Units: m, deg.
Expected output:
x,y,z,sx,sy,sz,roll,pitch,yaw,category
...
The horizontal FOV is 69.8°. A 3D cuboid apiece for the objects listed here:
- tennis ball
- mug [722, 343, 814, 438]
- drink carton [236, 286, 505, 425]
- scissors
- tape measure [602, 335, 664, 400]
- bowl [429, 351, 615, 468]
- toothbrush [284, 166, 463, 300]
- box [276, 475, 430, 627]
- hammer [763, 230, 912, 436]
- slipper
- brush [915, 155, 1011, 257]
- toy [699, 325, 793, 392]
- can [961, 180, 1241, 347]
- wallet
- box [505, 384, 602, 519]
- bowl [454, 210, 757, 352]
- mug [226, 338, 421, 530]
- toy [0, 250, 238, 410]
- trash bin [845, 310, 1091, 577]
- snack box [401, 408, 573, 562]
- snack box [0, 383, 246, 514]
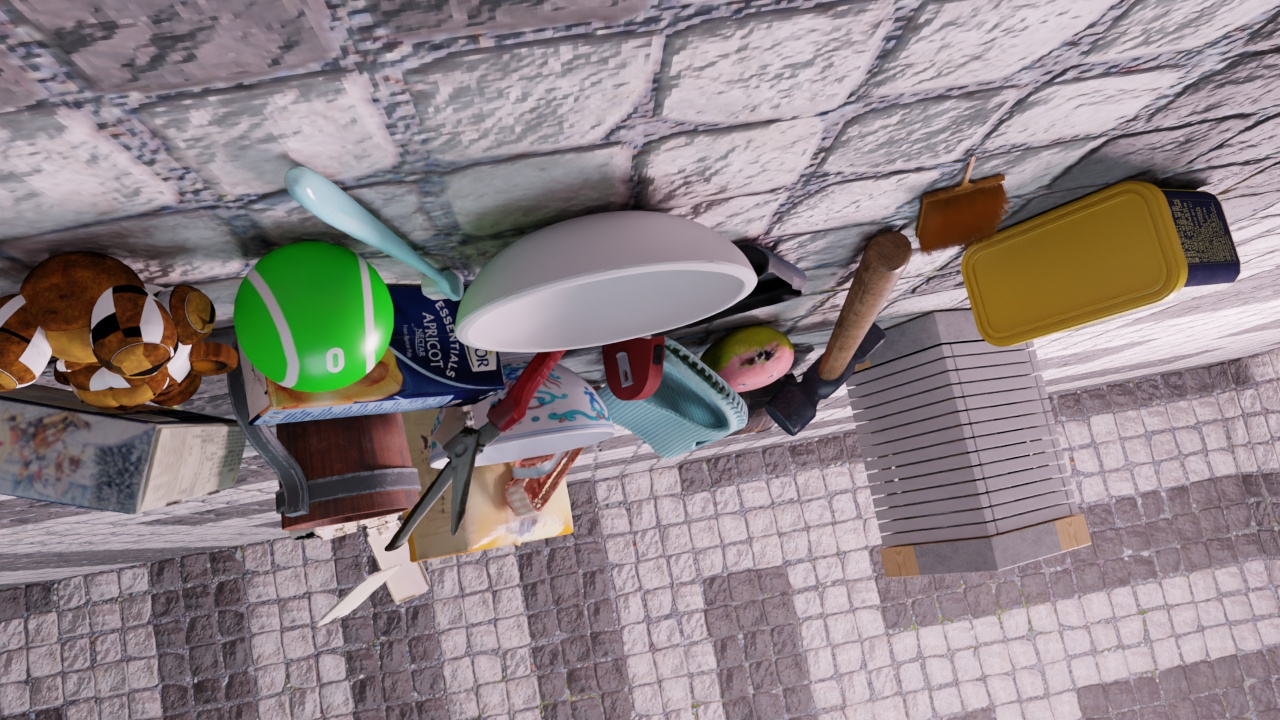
x,y,z,sx,sy,sz,roll,pitch,yaw,category
-0.141,-0.019,0.397,0.065,0.065,0.065,-10,170,-2,tennis ball
0.113,0.025,0.927,0.107,0.080,0.116,-1,140,-48,mug
-0.139,-0.004,0.486,0.129,0.064,0.040,-4,168,-39,drink carton
-0.093,0.024,0.548,0.198,0.015,0.179,-45,-149,-13,scissors
-0.004,0.004,0.713,0.019,0.051,0.059,-1,167,-44,tape measure
-0.096,0.034,0.714,0.144,0.074,0.144,-10,170,-2,bowl
-0.111,-0.050,0.402,0.016,0.016,0.180,-3,171,5,toothbrush
-0.271,0.156,0.904,0.080,0.180,0.143,-16,176,21,box
0.162,-0.025,0.704,0.129,0.040,0.322,-43,166,-7,hammer
0.015,0.047,0.824,0.116,0.069,0.277,35,165,-6,slipper
0.179,-0.084,0.510,0.048,0.017,0.126,-13,170,12,brush
0.089,-0.001,0.781,0.090,0.051,0.110,-14,171,2,toy
0.306,-0.062,0.612,0.104,0.075,0.136,-7,170,-37,can
0.039,-0.042,0.571,0.115,0.026,0.089,-15,170,22,wallet
-0.073,0.080,0.861,0.067,0.057,0.186,-39,-173,26,box
-0.020,-0.043,0.456,0.149,0.043,0.149,-10,170,-2,bowl
-0.186,0.037,0.532,0.082,0.111,0.117,-15,170,21,mug
-0.221,-0.006,0.390,0.087,0.067,0.113,-6,157,-8,toy
0.327,0.084,0.950,0.142,0.246,0.143,-5,169,-31,trash bin
-0.138,0.105,0.866,0.081,0.145,0.195,-14,170,21,snack box
-0.283,0.036,0.440,0.145,0.042,0.144,10,176,-8,snack box
